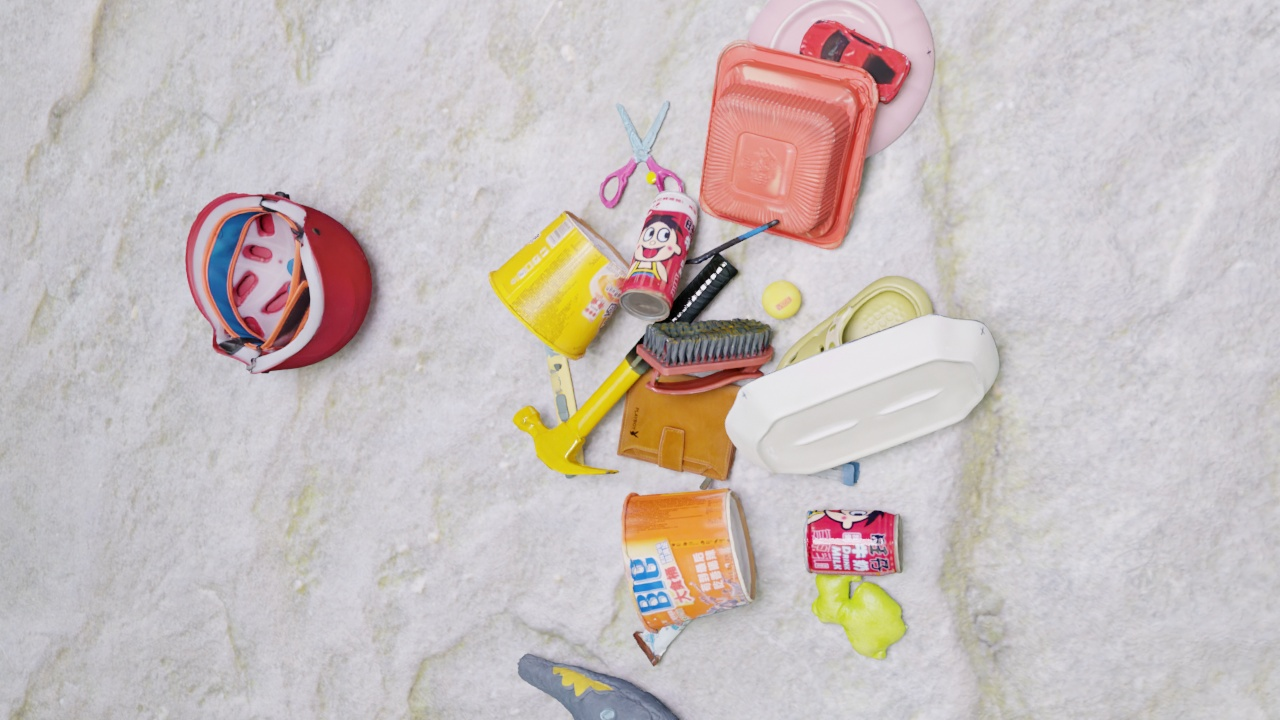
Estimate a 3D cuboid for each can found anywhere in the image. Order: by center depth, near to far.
[{"bbox_3d":[0.219,0.187,0.940,0.094,0.066,0.066,-3,96,21],"label":"can"},{"bbox_3d":[0.021,-0.109,0.945,0.053,0.053,0.132,7,61,19],"label":"can"}]

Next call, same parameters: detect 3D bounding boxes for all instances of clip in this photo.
[{"bbox_3d":[0.199,0.115,0.963,0.058,0.043,0.027,10,105,27],"label":"clip"}]

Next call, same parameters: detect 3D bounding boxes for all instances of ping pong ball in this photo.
[{"bbox_3d":[0.145,-0.063,0.948,0.040,0.040,0.040,3,98,20],"label":"ping pong ball"}]

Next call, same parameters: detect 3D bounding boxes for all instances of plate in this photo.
[{"bbox_3d":[0.213,0.045,0.877,0.266,0.162,0.034,-22,46,15],"label":"plate"},{"bbox_3d":[0.188,-0.291,0.903,0.193,0.039,0.192,3,98,20],"label":"plate"}]

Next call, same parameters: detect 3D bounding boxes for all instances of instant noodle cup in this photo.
[{"bbox_3d":[0.132,-0.200,0.888,0.165,0.078,0.189,18,125,19],"label":"instant noodle cup"},{"bbox_3d":[0.054,0.203,0.966,0.111,0.151,0.151,-13,92,13],"label":"instant noodle cup"},{"bbox_3d":[-0.077,-0.086,0.984,0.110,0.138,0.138,-46,81,10],"label":"instant noodle cup"}]

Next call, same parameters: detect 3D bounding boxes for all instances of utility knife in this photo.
[{"bbox_3d":[-0.091,0.043,1.066,0.031,0.020,0.190,-9,90,15],"label":"utility knife"}]

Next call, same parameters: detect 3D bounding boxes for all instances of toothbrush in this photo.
[{"bbox_3d":[0.074,-0.108,0.940,0.190,0.014,0.016,-20,91,49],"label":"toothbrush"}]

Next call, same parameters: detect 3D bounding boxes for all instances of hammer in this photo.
[{"bbox_3d":[-0.006,0.006,0.993,0.129,0.032,0.301,45,101,18],"label":"hammer"}]

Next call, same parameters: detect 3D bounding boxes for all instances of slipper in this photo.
[{"bbox_3d":[0.205,-0.007,0.913,0.191,0.081,0.091,-46,78,17],"label":"slipper"}]

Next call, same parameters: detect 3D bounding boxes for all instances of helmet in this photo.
[{"bbox_3d":[-0.420,-0.095,1.102,0.240,0.143,0.207,31,106,28],"label":"helmet"}]

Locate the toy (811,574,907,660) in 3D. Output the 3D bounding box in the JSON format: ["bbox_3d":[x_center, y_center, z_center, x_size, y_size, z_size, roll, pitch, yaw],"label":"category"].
[{"bbox_3d":[0.230,0.263,0.965,0.100,0.031,0.097,8,98,20],"label":"toy"}]

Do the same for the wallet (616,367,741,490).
[{"bbox_3d":[0.043,0.074,1.011,0.131,0.035,0.119,11,95,19],"label":"wallet"}]

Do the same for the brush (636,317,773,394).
[{"bbox_3d":[0.072,-0.003,0.943,0.063,0.145,0.069,42,131,54],"label":"brush"}]

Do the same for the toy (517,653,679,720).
[{"bbox_3d":[0.002,0.455,1.044,0.356,0.091,0.138,49,122,10],"label":"toy"}]

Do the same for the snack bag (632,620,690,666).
[{"bbox_3d":[0.033,0.300,1.045,0.104,0.026,0.048,-48,67,18],"label":"snack bag"}]

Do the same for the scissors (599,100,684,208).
[{"bbox_3d":[-0.004,-0.217,0.998,0.130,0.017,0.133,-29,82,24],"label":"scissors"}]

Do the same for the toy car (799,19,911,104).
[{"bbox_3d":[0.199,-0.283,0.862,0.106,0.031,0.049,33,106,15],"label":"toy car"}]
